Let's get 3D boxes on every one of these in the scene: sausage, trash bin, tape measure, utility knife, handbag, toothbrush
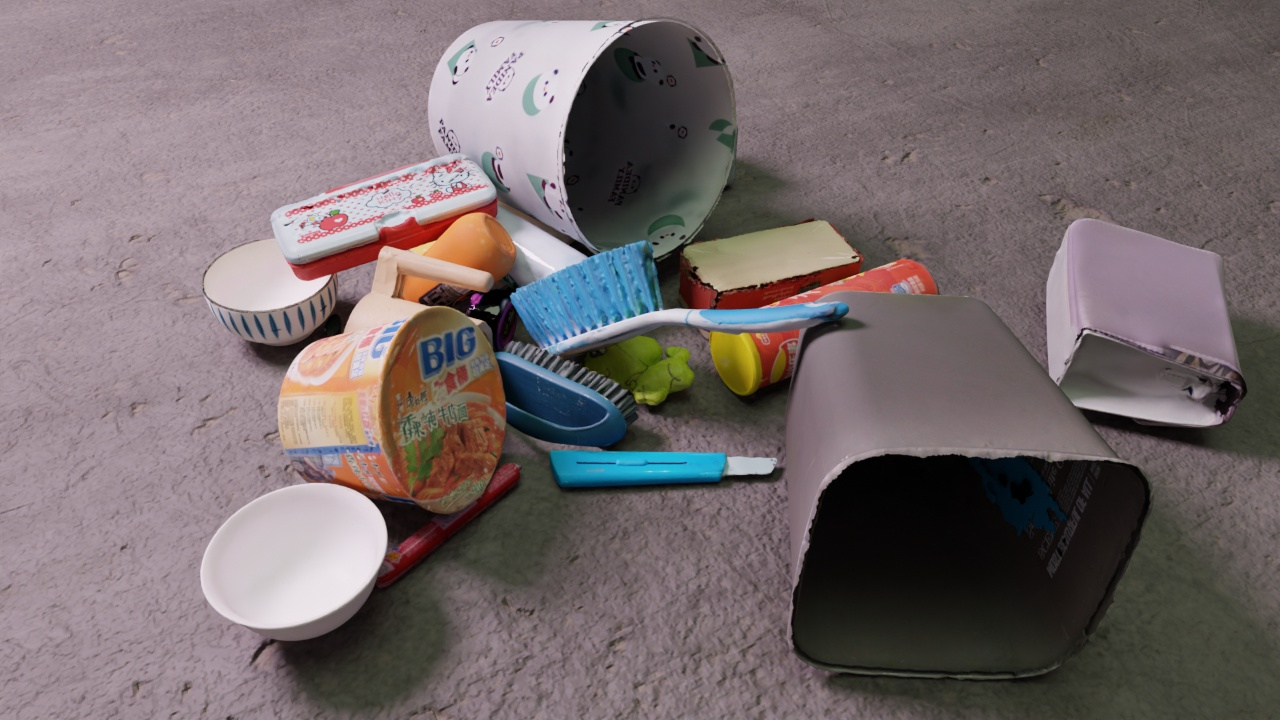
[{"bbox_3d":[-0.145,0.122,0.694,0.020,0.020,0.155,30,48,28],"label":"sausage"},{"bbox_3d":[-0.071,-0.238,0.928,0.229,0.230,0.252,-32,40,-32],"label":"trash bin"},{"bbox_3d":[-0.139,-0.035,0.843,0.039,0.057,0.057,13,26,10],"label":"tape measure"},{"bbox_3d":[0.196,0.073,0.641,0.198,0.199,0.219,3,35,0],"label":"trash bin"},{"bbox_3d":[0.019,0.086,0.741,0.185,0.018,0.034,0,41,-4],"label":"utility knife"},{"bbox_3d":[0.449,-0.033,0.828,0.145,0.099,0.196,12,41,14],"label":"handbag"},{"bbox_3d":[-0.283,0.024,0.809,0.014,0.016,0.189,4,43,-11],"label":"toothbrush"}]

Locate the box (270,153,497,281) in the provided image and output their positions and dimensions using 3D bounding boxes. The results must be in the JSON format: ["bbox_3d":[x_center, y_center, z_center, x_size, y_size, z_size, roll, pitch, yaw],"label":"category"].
[{"bbox_3d":[-0.236,-0.140,0.852,0.201,0.048,0.087,-22,55,-18],"label":"box"}]

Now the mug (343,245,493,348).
[{"bbox_3d":[-0.186,-0.027,0.791,0.103,0.124,0.084,14,3,11],"label":"mug"}]

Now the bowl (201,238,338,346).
[{"bbox_3d":[-0.339,-0.056,0.856,0.116,0.066,0.116,1,42,-1],"label":"bowl"}]

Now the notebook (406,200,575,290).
[{"bbox_3d":[-0.143,-0.147,1.007,0.146,0.010,0.205,27,48,25],"label":"notebook"}]

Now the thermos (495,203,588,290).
[{"bbox_3d":[-0.113,-0.097,0.898,0.224,0.073,0.073,32,49,22],"label":"thermos"}]

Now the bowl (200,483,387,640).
[{"bbox_3d":[-0.228,0.149,0.626,0.118,0.065,0.118,0,41,0],"label":"bowl"}]

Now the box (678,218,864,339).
[{"bbox_3d":[0.126,-0.089,0.898,0.168,0.077,0.091,-14,44,-17],"label":"box"}]

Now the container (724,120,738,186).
[{"bbox_3d":[0.041,-0.235,1.056,0.111,0.090,0.090,-31,51,-28],"label":"container"}]

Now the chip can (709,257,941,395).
[{"bbox_3d":[0.171,-0.033,0.842,0.216,0.073,0.073,-18,45,-23],"label":"chip can"}]

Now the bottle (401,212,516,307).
[{"bbox_3d":[-0.187,-0.075,0.854,0.150,0.067,0.066,-34,40,16],"label":"bottle"}]

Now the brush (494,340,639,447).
[{"bbox_3d":[-0.076,0.034,0.769,0.144,0.055,0.073,24,44,23],"label":"brush"}]

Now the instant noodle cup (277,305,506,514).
[{"bbox_3d":[-0.187,0.039,0.689,0.112,0.151,0.151,-4,37,25],"label":"instant noodle cup"}]

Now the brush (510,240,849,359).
[{"bbox_3d":[0.017,-0.047,0.735,0.315,0.109,0.060,-18,-6,41],"label":"brush"}]

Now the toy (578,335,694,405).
[{"bbox_3d":[-0.005,0.005,0.821,0.096,0.031,0.100,-29,51,-20],"label":"toy"}]
